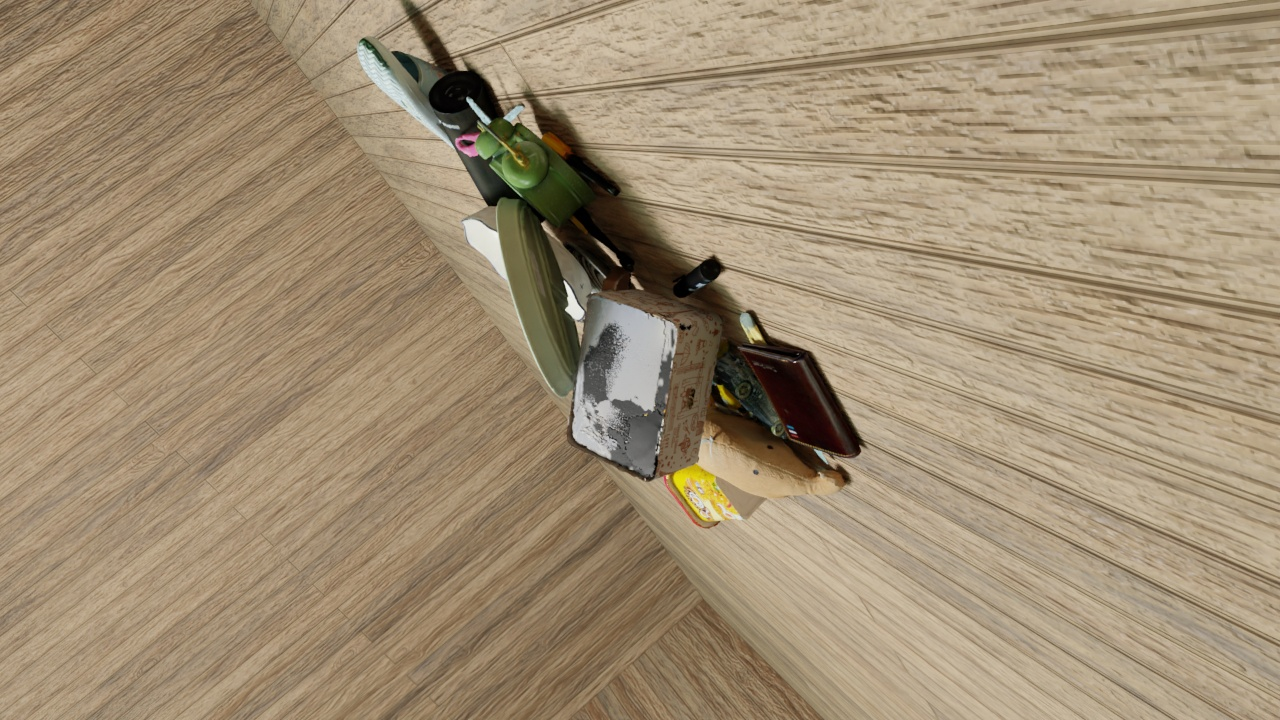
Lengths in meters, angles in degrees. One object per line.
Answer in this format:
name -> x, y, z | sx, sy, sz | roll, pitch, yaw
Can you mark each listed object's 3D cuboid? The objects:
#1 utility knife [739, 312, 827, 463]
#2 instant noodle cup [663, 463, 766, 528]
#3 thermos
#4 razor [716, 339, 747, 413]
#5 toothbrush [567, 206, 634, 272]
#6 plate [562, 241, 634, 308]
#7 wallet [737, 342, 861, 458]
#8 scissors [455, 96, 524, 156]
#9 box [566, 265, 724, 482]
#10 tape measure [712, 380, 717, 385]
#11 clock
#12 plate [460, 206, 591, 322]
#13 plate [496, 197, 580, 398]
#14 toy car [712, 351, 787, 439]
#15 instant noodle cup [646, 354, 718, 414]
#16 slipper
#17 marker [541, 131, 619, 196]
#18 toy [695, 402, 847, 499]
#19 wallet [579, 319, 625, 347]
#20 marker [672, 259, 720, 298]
utility knife -> 0.145, 0.029, 0.910 | 0.208, 0.021, 0.031 | 52, 175, -30
instant noodle cup -> 0.114, 0.163, 1.251 | 0.116, 0.115, 0.124 | 53, 158, -13
thermos -> -0.183, -0.259, 1.178 | 0.090, 0.068, 0.243 | 13, 157, 20
razor -> 0.097, 0.017, 1.029 | 0.043, 0.028, 0.133 | 49, 168, 30
toothbrush -> -0.076, -0.172, 1.096 | 0.212, 0.026, 0.027 | 45, 156, 27
plate -> -0.042, -0.093, 1.237 | 0.179, 0.024, 0.179 | 47, 170, 11
wallet -> 0.149, 0.036, 0.863 | 0.096, 0.020, 0.122 | 12, 140, 57
scissors -> -0.162, -0.263, 1.068 | 0.131, 0.017, 0.134 | 22, 155, -30
box -> -0.018, 0.005, 1.011 | 0.271, 0.132, 0.179 | -139, 55, -62
tape measure -> 0.069, 0.001, 1.085 | 0.058, 0.025, 0.054 | 41, 166, 46
clock -> -0.117, -0.205, 0.983 | 0.116, 0.056, 0.161 | 43, -179, 40
plate -> -0.148, -0.134, 1.237 | 0.205, 0.045, 0.205 | 34, 167, 9
plate -> -0.107, -0.072, 1.015 | 0.230, 0.027, 0.230 | -16, -91, -85
toy car -> 0.121, 0.038, 0.974 | 0.120, 0.036, 0.054 | 47, 172, -32
instant noodle cup -> 0.037, 0.053, 1.173 | 0.118, 0.118, 0.114 | 31, 151, 62
slipper -> -0.265, -0.340, 1.203 | 0.104, 0.074, 0.245 | 42, -178, 35
marker -> -0.063, -0.206, 0.960 | 0.124, 0.015, 0.018 | 43, -163, 30
toy -> 0.131, 0.111, 1.038 | 0.143, 0.082, 0.226 | 15, -176, -26
wallet -> -0.030, -0.030, 1.271 | 0.119, 0.035, 0.131 | 43, 170, 0
marker -> 0.053, -0.080, 0.898 | 0.132, 0.020, 0.022 | 160, 87, -80
